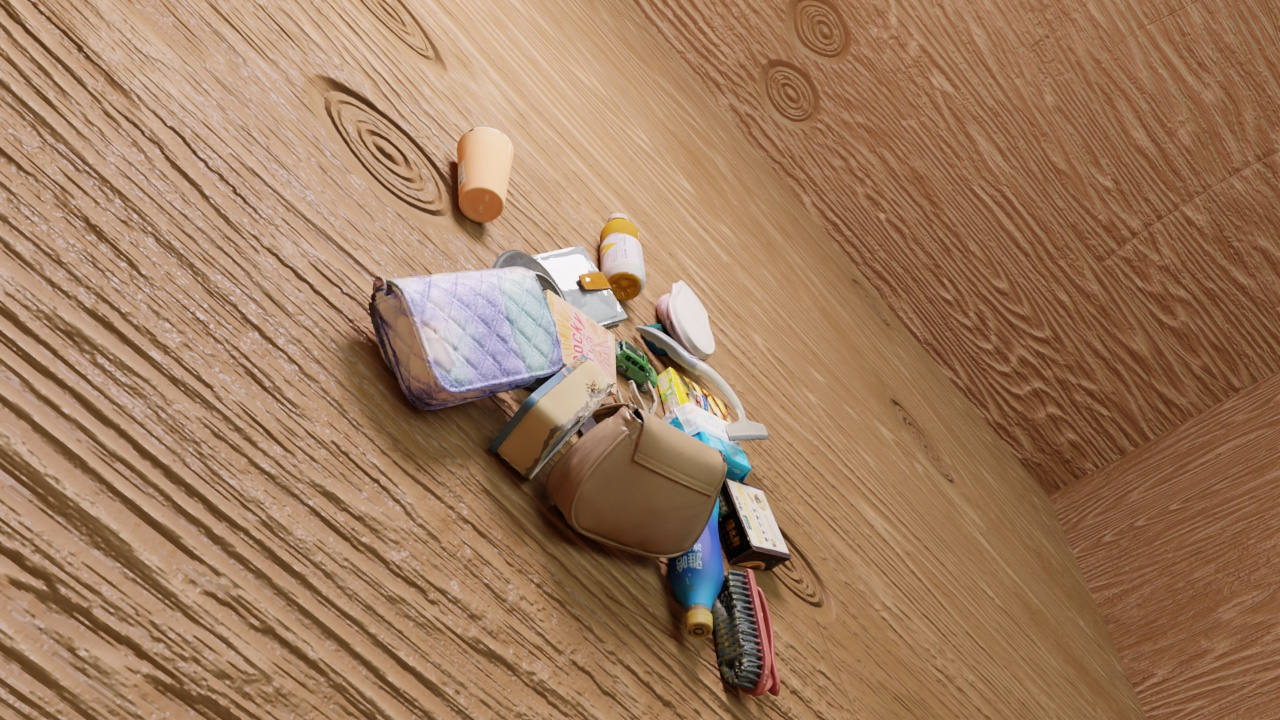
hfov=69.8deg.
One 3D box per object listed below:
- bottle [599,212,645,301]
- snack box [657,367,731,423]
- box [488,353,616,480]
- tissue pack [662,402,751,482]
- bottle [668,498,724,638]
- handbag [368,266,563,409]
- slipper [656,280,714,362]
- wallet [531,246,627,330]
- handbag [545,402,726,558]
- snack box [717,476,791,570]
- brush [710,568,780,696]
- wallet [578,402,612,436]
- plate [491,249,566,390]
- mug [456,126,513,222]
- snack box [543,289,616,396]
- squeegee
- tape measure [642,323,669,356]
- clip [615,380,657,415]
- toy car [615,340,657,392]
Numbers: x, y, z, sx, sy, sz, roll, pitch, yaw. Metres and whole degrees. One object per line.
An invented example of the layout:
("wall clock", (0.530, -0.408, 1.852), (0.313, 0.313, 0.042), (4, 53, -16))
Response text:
("bottle", (-0.031, -0.170, 1.453), (0.068, 0.068, 0.189), (38, 28, -30))
("snack box", (0.085, 0.077, 1.370), (0.140, 0.034, 0.086), (32, 31, -36))
("box", (-0.093, 0.060, 0.991), (0.059, 0.090, 0.184), (41, 21, 4))
("tissue pack", (0.090, 0.122, 1.274), (0.140, 0.063, 0.090), (28, 30, -47))
("bottle", (0.065, 0.229, 1.079), (0.065, 0.065, 0.218), (41, 26, -24))
("handbag", (-0.175, -0.028, 0.943), (0.193, 0.076, 0.134), (-12, 80, -53))
("slipper", (0.071, -0.063, 1.507), (0.114, 0.054, 0.274), (49, 15, -15))
("wallet", (-0.087, -0.095, 1.240), (0.106, 0.037, 0.129), (-19, 70, -32))
("handbag", (-0.003, 0.130, 0.999), (0.204, 0.148, 0.100), (31, 7, -44))
("snack box", (0.142, 0.219, 1.250), (0.125, 0.053, 0.113), (23, 37, -47))
("brush", (0.125, 0.320, 1.067), (0.069, 0.063, 0.145), (23, 37, -27))
("wallet", (-0.033, 0.108, 1.130), (0.122, 0.020, 0.096), (58, 24, 16))
("plate", (-0.122, -0.050, 1.103), (0.179, 0.024, 0.179), (43, 39, -50))
("mug", (-0.211, -0.246, 1.229), (0.078, 0.078, 0.122), (35, 34, -35))
("snack box", (-0.079, -0.017, 1.115), (0.157, 0.026, 0.084), (34, 48, -55))
("squeegee", (0.087, 0.020, 1.350), (0.246, 0.039, 0.246), (44, 11, 18))
("tape measure", (0.028, -0.034, 1.427), (0.054, 0.025, 0.058), (58, 25, 13))
("clip", (-0.003, 0.070, 1.218), (0.092, 0.035, 0.103), (34, 37, -45))
("toy car", (-0.008, 0.008, 1.294), (0.091, 0.036, 0.043), (42, 24, -33))
